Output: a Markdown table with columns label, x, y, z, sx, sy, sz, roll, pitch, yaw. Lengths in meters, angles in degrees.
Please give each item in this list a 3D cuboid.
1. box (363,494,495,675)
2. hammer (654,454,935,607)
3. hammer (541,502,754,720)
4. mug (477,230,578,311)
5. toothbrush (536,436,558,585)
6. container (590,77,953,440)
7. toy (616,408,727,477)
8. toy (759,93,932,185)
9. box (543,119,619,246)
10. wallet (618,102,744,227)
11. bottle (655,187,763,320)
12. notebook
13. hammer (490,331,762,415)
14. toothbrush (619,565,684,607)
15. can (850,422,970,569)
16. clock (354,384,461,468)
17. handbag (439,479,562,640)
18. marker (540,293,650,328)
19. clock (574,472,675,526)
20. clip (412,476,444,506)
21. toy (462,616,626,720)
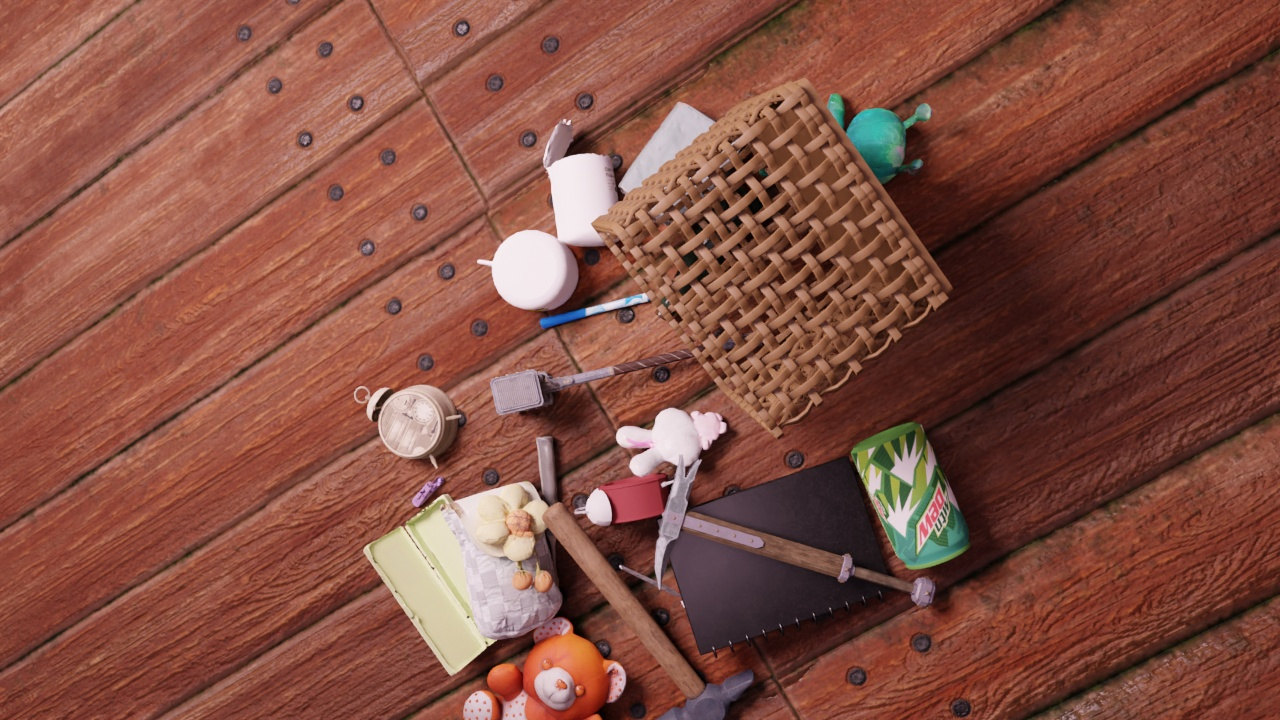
| label | x | y | z | sx | sy | sz | roll | pitch | yaw |
| --- | --- | --- | --- | --- | --- | --- | --- | --- | --- |
| box | -0.236 | 0.272 | 1.123 | 0.133 | 0.061 | 0.188 | -35 | 84 | -30 |
| hammer | 0.174 | 0.220 | 1.017 | 0.317 | 0.028 | 0.147 | 17 | 84 | -1 |
| hammer | -0.005 | 0.293 | 1.055 | 0.129 | 0.040 | 0.322 | -37 | 97 | 6 |
| mug | -0.135 | -0.108 | 1.095 | 0.116 | 0.068 | 0.094 | 10 | 92 | 10 |
| toothbrush | -0.109 | 0.185 | 1.117 | 0.024 | 0.022 | 0.185 | -4 | 91 | 44 |
| container | 0.120 | -0.104 | 0.925 | 0.214 | 0.219 | 0.251 | -39 | 103 | 0 |
| toy | 0.039 | 0.092 | 1.072 | 0.125 | 0.037 | 0.076 | -19 | 57 | -9 |
| toy | 0.225 | -0.240 | 1.030 | 0.194 | 0.072 | 0.130 | 3 | 91 | 20 |
| box | -0.074 | -0.211 | 1.079 | 0.092 | 0.081 | 0.160 | -8 | 87 | 19 |
| wallet | 0.049 | -0.222 | 1.068 | 0.100 | 0.054 | 0.132 | 37 | 94 | 7 |
| bottle | 0.073 | -0.121 | 1.063 | 0.055 | 0.055 | 0.174 | 36 | 98 | 9 |
| notebook | 0.154 | 0.225 | 1.044 | 0.231 | 0.019 | 0.169 | -18 | 87 | -3 |
| hammer | -0.007 | 0.006 | 1.073 | 0.322 | 0.098 | 0.044 | -13 | 88 | 2 |
| toothbrush | 0.022 | 0.256 | 1.024 | 0.010 | 0.181 | 0.010 | -41 | 49 | 8 |
| can | 0.297 | 0.148 | 1.007 | 0.083 | 0.083 | 0.144 | -24 | 86 | 10 |
| clock | -0.294 | 0.069 | 1.134 | 0.141 | 0.054 | 0.093 | 26 | 95 | 7 |
| handbag | -0.149 | 0.233 | 1.065 | 0.112 | 0.124 | 0.171 | -13 | 84 | -32 |
| marker | -0.053 | -0.061 | 1.108 | 0.142 | 0.013 | 0.013 | -13 | 88 | 10 |
| clock | -0.015 | 0.162 | 1.064 | 0.124 | 0.087 | 0.044 | -11 | 87 | 0 |
| clip | -0.264 | 0.162 | 1.149 | 0.014 | 0.045 | 0.051 | 47 | 141 | 8 |
| toy | -0.106 | 0.402 | 1.081 | 0.164 | 0.092 | 0.172 | 35 | 95 | 10 |
